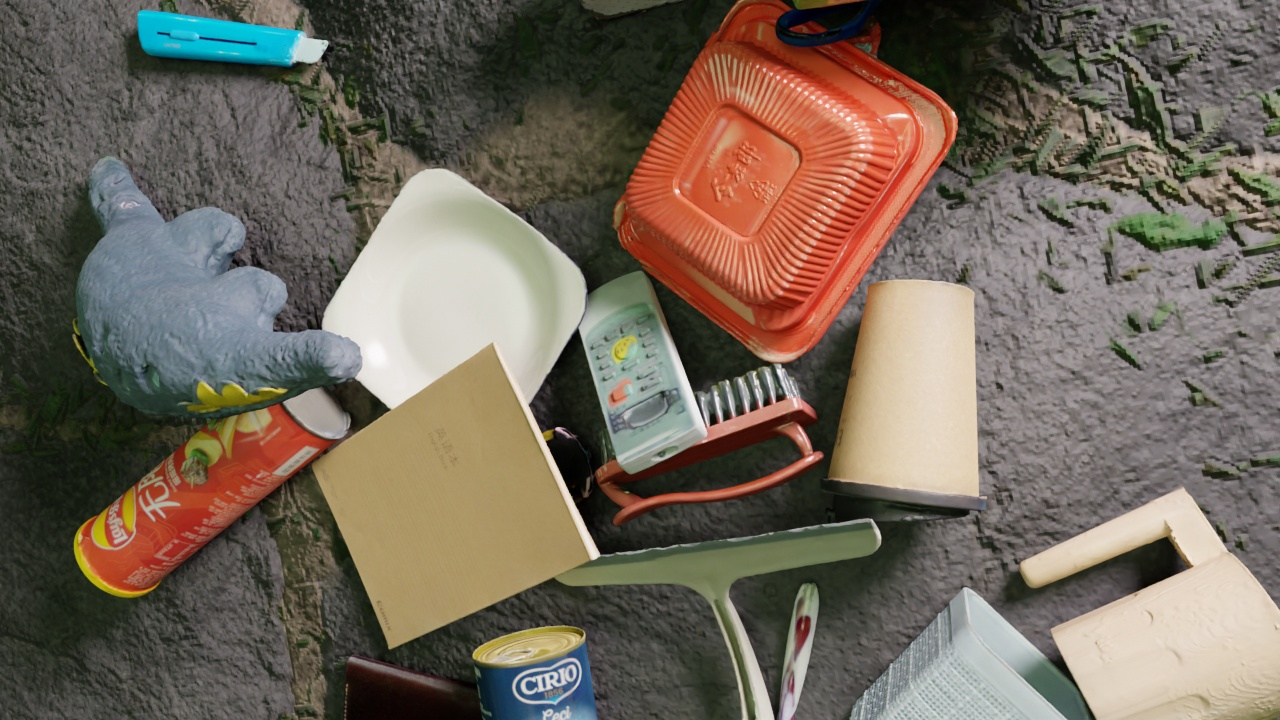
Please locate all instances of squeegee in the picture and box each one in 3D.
[{"bbox_3d":[0.070,0.227,0.572,0.247,0.039,0.246,-17,88,36],"label":"squeegee"}]

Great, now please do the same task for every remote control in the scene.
[{"bbox_3d":[-0.003,0.003,0.577,0.056,0.019,0.135,-28,52,13],"label":"remote control"}]

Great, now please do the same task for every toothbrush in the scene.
[{"bbox_3d":[0.092,0.234,0.591,0.016,0.017,0.187,11,95,19],"label":"toothbrush"}]

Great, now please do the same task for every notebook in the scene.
[{"bbox_3d":[-0.135,0.098,0.621,0.212,0.012,0.149,-30,83,33],"label":"notebook"}]

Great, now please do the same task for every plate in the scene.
[{"bbox_3d":[-0.126,-0.032,0.637,0.164,0.034,0.164,38,101,12],"label":"plate"}]

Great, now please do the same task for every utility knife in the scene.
[{"bbox_3d":[-0.308,-0.241,0.693,0.166,0.018,0.034,10,93,14],"label":"utility knife"}]

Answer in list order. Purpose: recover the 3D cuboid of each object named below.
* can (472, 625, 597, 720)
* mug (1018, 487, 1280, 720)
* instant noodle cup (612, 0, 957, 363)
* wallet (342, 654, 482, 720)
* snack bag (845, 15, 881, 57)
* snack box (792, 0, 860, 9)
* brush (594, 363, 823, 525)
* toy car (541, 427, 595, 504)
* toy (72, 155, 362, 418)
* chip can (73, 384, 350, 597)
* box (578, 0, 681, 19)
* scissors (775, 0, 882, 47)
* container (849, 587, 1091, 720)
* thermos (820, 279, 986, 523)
[{"bbox_3d":[-0.065,0.241,0.606,0.075,0.075,0.111,-9,89,16],"label":"can"},{"bbox_3d":[0.286,0.147,0.509,0.104,0.084,0.124,-30,59,16],"label":"mug"},{"bbox_3d":[0.069,-0.108,0.548,0.164,0.079,0.189,37,112,18],"label":"instant noodle cup"},{"bbox_3d":[-0.161,0.273,0.664,0.122,0.020,0.096,8,94,18],"label":"wallet"},{"bbox_3d":[0.136,-0.156,0.565,0.045,0.026,0.105,-13,89,14],"label":"snack bag"},{"bbox_3d":[0.173,-0.277,0.458,0.210,0.070,0.157,-6,91,5],"label":"snack box"},{"bbox_3d":[0.038,0.057,0.579,0.146,0.063,0.069,-20,73,16],"label":"brush"},{"bbox_3d":[-0.085,0.087,0.626,0.122,0.037,0.056,-26,87,18],"label":"toy car"},{"bbox_3d":[-0.320,-0.037,0.635,0.356,0.091,0.138,35,91,33],"label":"toy"},{"bbox_3d":[-0.315,0.089,0.674,0.217,0.073,0.073,-36,82,14],"label":"chip can"},{"bbox_3d":[0.040,-0.268,0.559,0.184,0.089,0.059,-12,88,13],"label":"box"},{"bbox_3d":[0.146,-0.217,0.530,0.169,0.012,0.146,12,57,16],"label":"scissors"},{"bbox_3d":[0.183,0.209,0.529,0.090,0.089,0.111,44,104,11],"label":"container"},{"bbox_3d":[0.156,0.029,0.536,0.093,0.093,0.143,5,85,15],"label":"thermos"}]
